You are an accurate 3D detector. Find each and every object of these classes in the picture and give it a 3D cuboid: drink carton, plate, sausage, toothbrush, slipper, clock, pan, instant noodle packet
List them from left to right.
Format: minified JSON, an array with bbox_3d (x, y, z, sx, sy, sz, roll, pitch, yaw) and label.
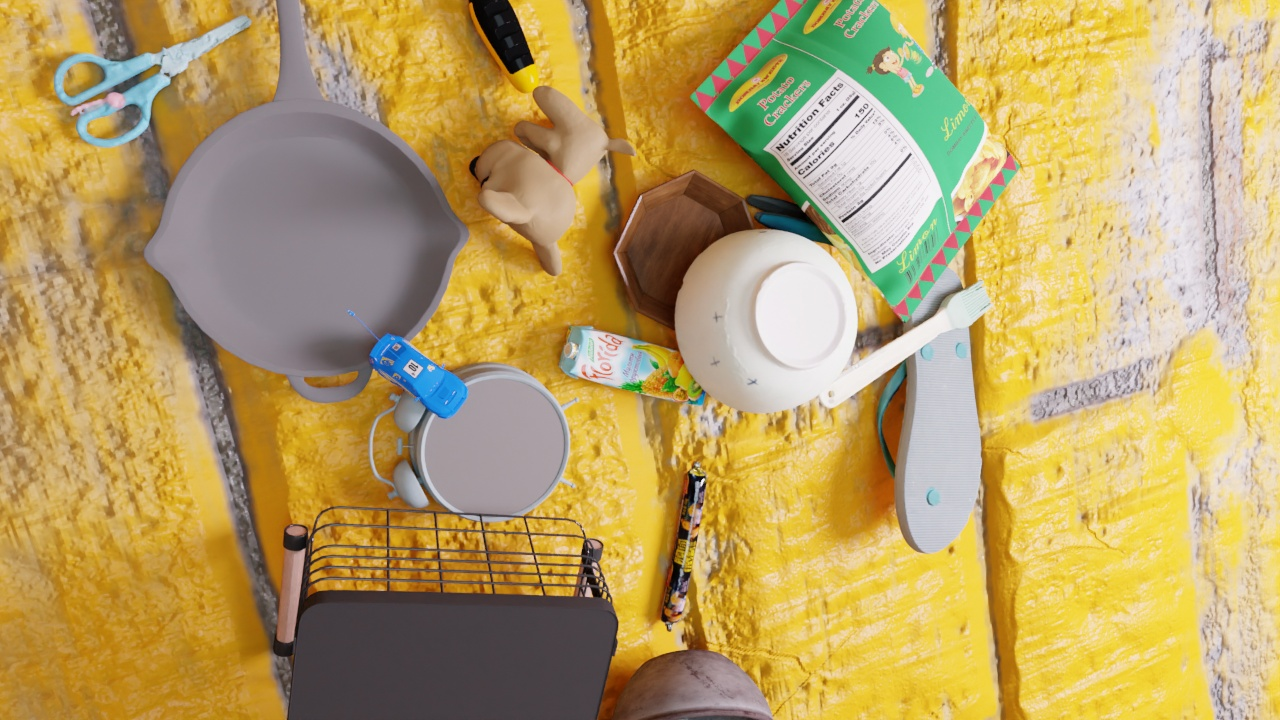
[{"bbox_3d":[-0.237,-0.146,0.646,0.216,0.024,0.355,-7,102,-20],"label":"pan"},{"bbox_3d":[-0.125,-0.287,0.665,0.031,0.031,0.197,-32,105,-17],"label":"toothbrush"},{"bbox_3d":[-0.129,0.065,0.715,0.159,0.045,0.122,0,99,-22],"label":"clock"},{"bbox_3d":[-0.004,0.004,0.755,0.128,0.038,0.044,15,94,-23],"label":"drink carton"},{"bbox_3d":[0.039,0.165,0.810,0.020,0.020,0.155,8,96,-22],"label":"sausage"},{"bbox_3d":[0.037,-0.089,0.761,0.131,0.025,0.131,-4,101,-21],"label":"plate"},{"bbox_3d":[0.187,-0.187,0.759,0.252,0.090,0.195,44,71,-10],"label":"instant noodle packet"},{"bbox_3d":[0.273,0.045,0.871,0.098,0.055,0.268,4,87,-24],"label":"slipper"}]

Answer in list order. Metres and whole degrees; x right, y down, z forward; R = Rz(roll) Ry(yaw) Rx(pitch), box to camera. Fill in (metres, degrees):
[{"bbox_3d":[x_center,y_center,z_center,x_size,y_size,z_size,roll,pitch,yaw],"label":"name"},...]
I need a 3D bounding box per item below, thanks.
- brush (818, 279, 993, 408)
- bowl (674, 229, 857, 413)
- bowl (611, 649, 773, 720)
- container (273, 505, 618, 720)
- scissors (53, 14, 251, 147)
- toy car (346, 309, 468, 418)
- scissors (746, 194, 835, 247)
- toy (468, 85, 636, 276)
[{"bbox_3d":[0.239,-0.015,0.822,0.217,0.012,0.033,-29,98,-24],"label":"brush"},{"bbox_3d":[0.110,-0.033,0.732,0.153,0.073,0.153,0,89,-20],"label":"bowl"},{"bbox_3d":[0.041,0.295,0.790,0.145,0.067,0.145,-4,142,-3],"label":"bowl"},{"bbox_3d":[-0.141,0.205,0.667,0.241,0.130,0.163,6,110,-18],"label":"container"},{"bbox_3d":[-0.323,-0.199,0.615,0.138,0.015,0.063,-40,107,-17],"label":"scissors"},{"bbox_3d":[-0.165,0.001,0.648,0.092,0.062,0.033,36,75,1],"label":"toy car"},{"bbox_3d":[0.158,-0.110,0.792,0.137,0.129,0.019,-30,156,-48],"label":"scissors"},{"bbox_3d":[-0.072,-0.138,0.679,0.106,0.134,0.108,33,86,20],"label":"toy"}]
